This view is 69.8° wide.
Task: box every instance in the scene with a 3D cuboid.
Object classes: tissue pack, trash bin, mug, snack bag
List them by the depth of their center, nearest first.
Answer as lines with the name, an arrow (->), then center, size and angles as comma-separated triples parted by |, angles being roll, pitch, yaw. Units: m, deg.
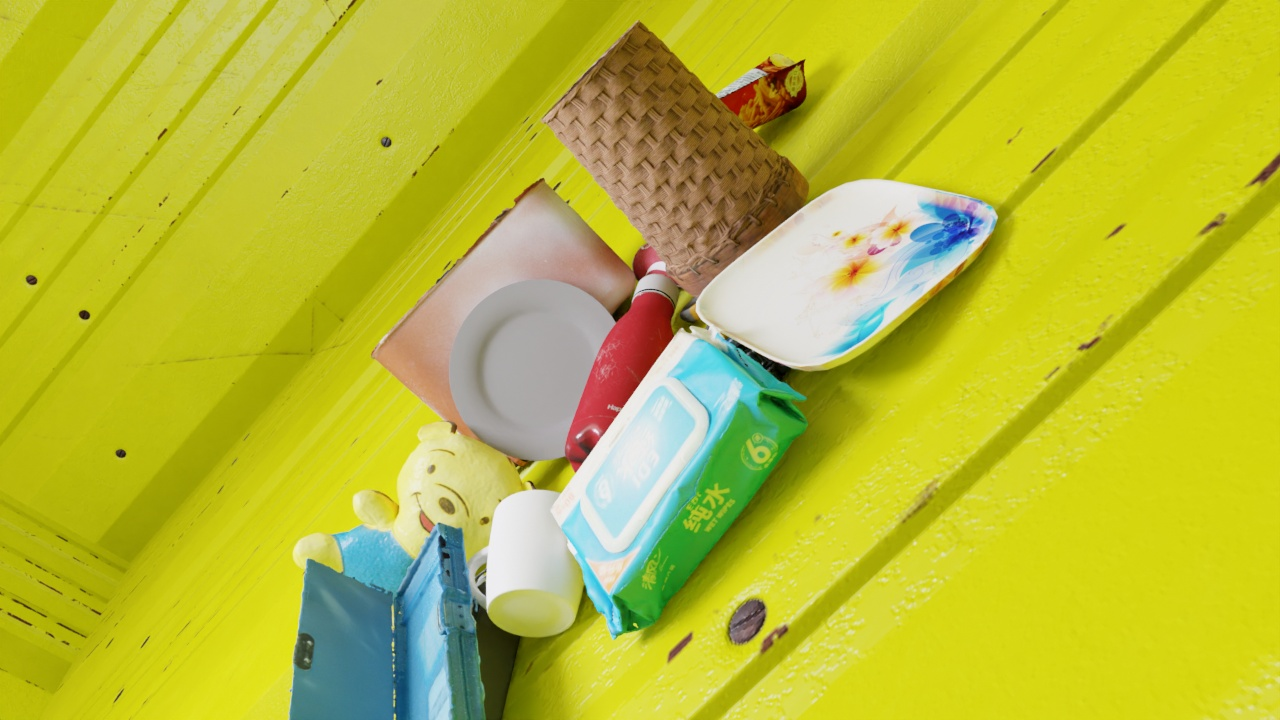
tissue pack -> 0.018, 0.082, 0.642 | 0.209, 0.066, 0.117 | -55, 37, 9
mug -> -0.096, 0.167, 0.728 | 0.114, 0.081, 0.087 | -22, 38, 20
trash bin -> 0.027, -0.181, 0.822 | 0.151, 0.210, 0.151 | -41, 18, 16
trash bin -> -0.141, -0.045, 1.007 | 0.259, 0.157, 0.181 | -46, 4, -2
snack bag -> 0.080, -0.268, 1.015 | 0.207, 0.066, 0.139 | -30, -4, -22

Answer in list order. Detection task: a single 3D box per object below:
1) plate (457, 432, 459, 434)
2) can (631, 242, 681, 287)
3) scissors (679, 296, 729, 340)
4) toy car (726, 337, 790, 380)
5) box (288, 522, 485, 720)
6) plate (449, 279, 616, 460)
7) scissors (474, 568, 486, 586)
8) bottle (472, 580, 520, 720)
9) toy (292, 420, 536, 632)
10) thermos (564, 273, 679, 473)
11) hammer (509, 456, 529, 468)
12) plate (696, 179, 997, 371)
plate -> -0.185, 0.064, 1.145 | 0.104, 0.026, 0.104 | -40, 24, 21
can -> 0.032, -0.102, 0.962 | 0.054, 0.054, 0.097 | -56, 23, -15
scissors -> 0.100, -0.077, 0.812 | 0.224, 0.016, 0.230 | -49, 12, -30
toy car -> 0.065, 0.018, 0.714 | 0.120, 0.056, 0.043 | -39, 2, 14
box -> -0.187, 0.204, 0.668 | 0.094, 0.112, 0.231 | -56, 26, 15
plate -> -0.100, 0.009, 0.904 | 0.178, 0.178, 0.012 | -50, -8, 0
scissors -> -0.132, 0.191, 0.842 | 0.141, 0.014, 0.147 | -33, -15, -27
bottle -> -0.145, 0.266, 0.720 | 0.084, 0.046, 0.173 | -38, 25, 27
toy -> -0.206, 0.159, 0.886 | 0.214, 0.149, 0.084 | -45, 0, 1
thermos -> -0.005, 0.005, 0.835 | 0.073, 0.073, 0.239 | -32, 28, 37
hammer -> -0.117, 0.092, 0.962 | 0.315, 0.035, 0.137 | -44, 23, 12
plate -> 0.144, -0.065, 0.668 | 0.187, 0.016, 0.187 | -39, 31, -10
